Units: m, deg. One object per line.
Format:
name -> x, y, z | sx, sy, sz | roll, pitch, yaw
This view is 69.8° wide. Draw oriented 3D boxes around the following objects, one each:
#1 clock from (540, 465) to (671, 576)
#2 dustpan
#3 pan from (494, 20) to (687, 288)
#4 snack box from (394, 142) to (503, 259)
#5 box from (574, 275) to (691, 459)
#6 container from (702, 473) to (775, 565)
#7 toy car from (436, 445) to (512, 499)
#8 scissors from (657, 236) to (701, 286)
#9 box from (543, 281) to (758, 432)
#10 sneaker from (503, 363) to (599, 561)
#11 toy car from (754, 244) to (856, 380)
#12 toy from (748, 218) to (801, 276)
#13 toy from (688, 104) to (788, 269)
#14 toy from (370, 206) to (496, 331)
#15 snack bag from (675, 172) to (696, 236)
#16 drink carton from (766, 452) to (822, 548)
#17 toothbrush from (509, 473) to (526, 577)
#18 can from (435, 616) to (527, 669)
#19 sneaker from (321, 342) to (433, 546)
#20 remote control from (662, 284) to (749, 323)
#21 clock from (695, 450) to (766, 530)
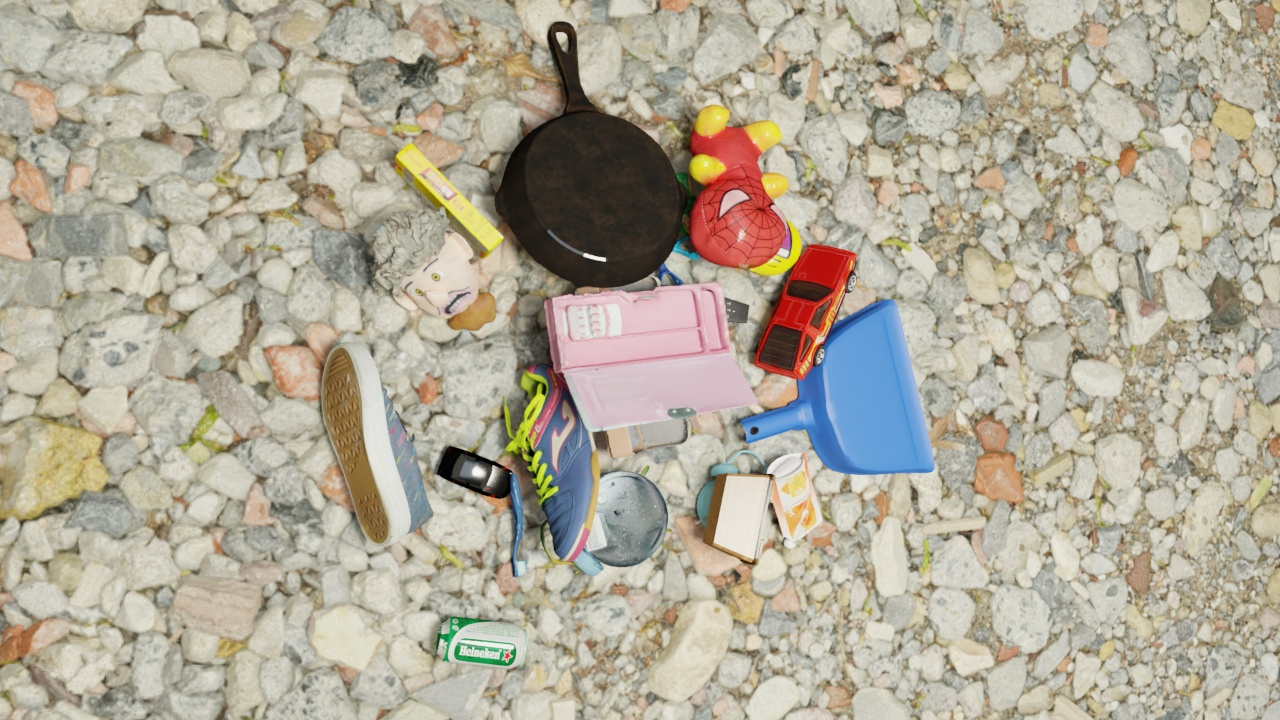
clock -> -0.044, 0.199, 1.129 | 0.162, 0.060, 0.118 | -17, 91, -16
dustpan -> 0.253, 0.064, 1.224 | 0.257, 0.060, 0.245 | -14, 91, -26
pan -> -0.062, -0.263, 1.119 | 0.248, 0.043, 0.355 | -7, 77, -21
snack box -> -0.228, -0.187, 1.087 | 0.152, 0.075, 0.025 | 46, 78, -10
box -> -0.020, 0.009, 1.130 | 0.107, 0.095, 0.216 | -12, 90, -51
container -> 0.121, 0.191, 1.138 | 0.061, 0.063, 0.114 | 15, 80, -9
toy car -> -0.195, 0.136, 1.100 | 0.091, 0.036, 0.042 | 24, 81, -14
scissors -> 0.018, -0.134, 1.182 | 0.132, 0.015, 0.110 | 14, 73, -16
box -> 0.011, -0.004, 1.082 | 0.232, 0.059, 0.179 | -6, 70, -27
sneaker -> -0.108, 0.116, 1.076 | 0.091, 0.117, 0.241 | 9, 57, -23
toy car -> 0.217, -0.066, 1.202 | 0.189, 0.082, 0.056 | -63, 145, -12
toy -> 0.167, -0.157, 1.218 | 0.095, 0.041, 0.094 | 30, 76, -3
toy -> 0.120, -0.211, 1.161 | 0.147, 0.099, 0.216 | 7, 70, -20
toy -> -0.241, -0.094, 1.071 | 0.133, 0.076, 0.176 | -33, 120, 28
snack bag -> 0.023, -0.204, 1.185 | 0.155, 0.044, 0.087 | 1, 78, -22
drink carton -> 0.203, 0.186, 1.204 | 0.069, 0.039, 0.122 | -33, 121, -21
toothbrush -> -0.149, 0.200, 1.111 | 0.016, 0.021, 0.132 | -6, 101, -28
can -> -0.188, 0.334, 1.084 | 0.101, 0.053, 0.053 | 12, 84, -15
sneaker -> -0.301, 0.092, 1.062 | 0.079, 0.088, 0.235 | -13, 87, -51
remote control -> 0.083, -0.072, 1.205 | 0.124, 0.010, 0.039 | 10, 84, -16
clock -> 0.122, 0.173, 1.193 | 0.087, 0.042, 0.123 | 35, 73, -12
